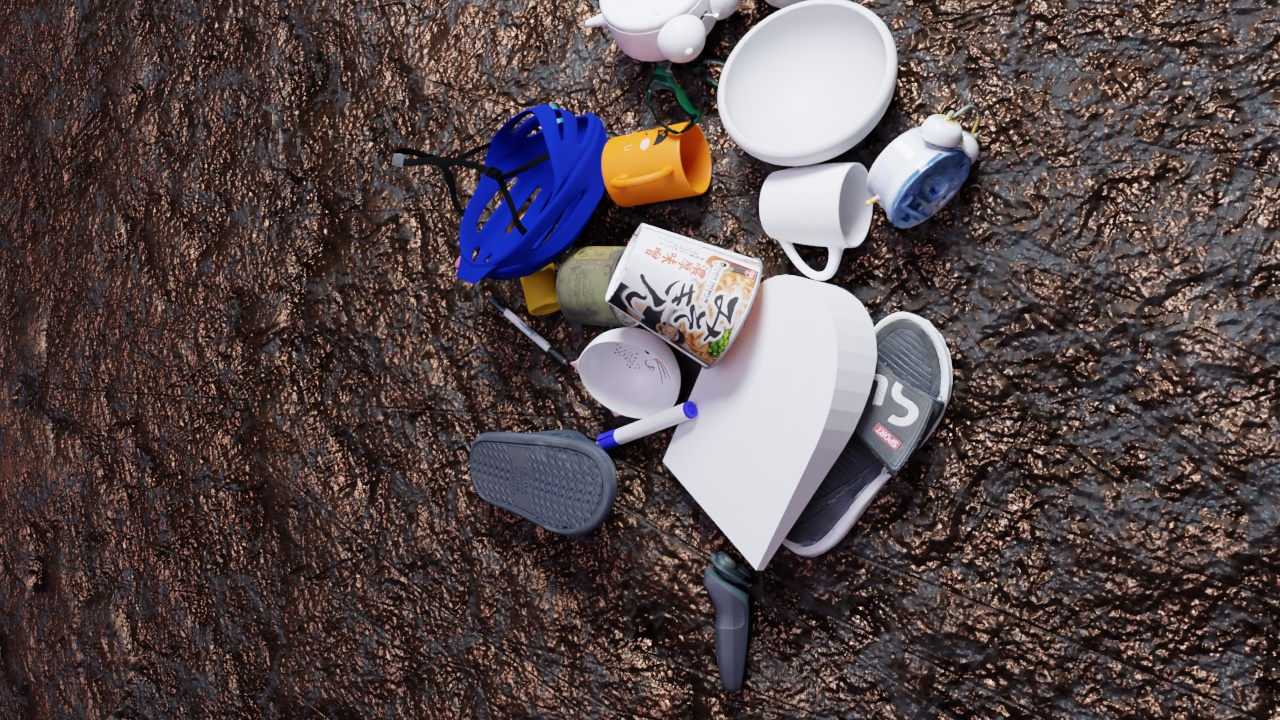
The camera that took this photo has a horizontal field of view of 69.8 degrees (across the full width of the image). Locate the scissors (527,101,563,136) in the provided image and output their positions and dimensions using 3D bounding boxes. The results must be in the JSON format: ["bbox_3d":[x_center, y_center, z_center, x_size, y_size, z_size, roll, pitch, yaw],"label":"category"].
[{"bbox_3d":[-0.099,-0.246,1.110,0.155,0.019,0.126,19,99,29],"label":"scissors"}]

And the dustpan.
[{"bbox_3d":[0.133,0.044,0.911,0.191,0.053,0.258,46,120,51],"label":"dustpan"}]

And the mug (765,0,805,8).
[{"bbox_3d":[0.152,-0.425,0.939,0.094,0.068,0.115,6,91,31],"label":"mug"}]

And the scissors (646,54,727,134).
[{"bbox_3d":[0.059,-0.326,1.006,0.137,0.015,0.209,-17,54,-4],"label":"scissors"}]

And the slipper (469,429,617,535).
[{"bbox_3d":[-0.101,0.133,1.065,0.269,0.083,0.110,2,97,49],"label":"slipper"}]

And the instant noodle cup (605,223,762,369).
[{"bbox_3d":[0.038,-0.072,0.917,0.121,0.123,0.124,25,103,-9],"label":"instant noodle cup"}]

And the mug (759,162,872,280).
[{"bbox_3d":[0.170,-0.137,0.906,0.088,0.080,0.114,8,91,37],"label":"mug"}]

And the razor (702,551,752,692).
[{"bbox_3d":[0.091,0.273,0.956,0.052,0.047,0.143,-1,90,7],"label":"razor"}]

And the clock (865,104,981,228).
[{"bbox_3d":[0.266,-0.181,0.847,0.126,0.088,0.052,-47,59,21],"label":"clock"}]

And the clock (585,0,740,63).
[{"bbox_3d":[0.020,-0.393,0.990,0.161,0.073,0.125,34,81,31],"label":"clock"}]

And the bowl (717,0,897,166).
[{"bbox_3d":[0.169,-0.265,0.911,0.177,0.066,0.176,-9,69,23],"label":"bowl"}]

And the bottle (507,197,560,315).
[{"bbox_3d":[-0.130,-0.129,1.108,0.043,0.043,0.143,-22,76,28],"label":"bottle"}]

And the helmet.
[{"bbox_3d":[-0.148,-0.202,0.994,0.148,0.227,0.241,23,82,46],"label":"helmet"}]

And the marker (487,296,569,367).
[{"bbox_3d":[-0.138,-0.036,1.127,0.152,0.011,0.011,39,106,27],"label":"marker"}]

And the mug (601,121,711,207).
[{"bbox_3d":[0.011,-0.205,0.989,0.096,0.112,0.078,-4,115,31],"label":"mug"}]

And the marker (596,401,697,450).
[{"bbox_3d":[0.005,0.072,1.010,0.142,0.020,0.020,-24,75,42],"label":"marker"}]

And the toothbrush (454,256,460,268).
[{"bbox_3d":[-0.189,-0.163,1.163,0.135,0.016,0.021,-43,68,20],"label":"toothbrush"}]

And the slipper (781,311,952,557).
[{"bbox_3d":[0.205,0.077,0.886,0.111,0.063,0.264,41,110,26],"label":"slipper"}]

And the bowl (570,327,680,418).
[{"bbox_3d":[-0.006,0.006,1.004,0.115,0.050,0.115,14,136,14],"label":"bowl"}]

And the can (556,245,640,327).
[{"bbox_3d":[-0.039,-0.083,1.023,0.075,0.089,0.090,5,90,32],"label":"can"}]
